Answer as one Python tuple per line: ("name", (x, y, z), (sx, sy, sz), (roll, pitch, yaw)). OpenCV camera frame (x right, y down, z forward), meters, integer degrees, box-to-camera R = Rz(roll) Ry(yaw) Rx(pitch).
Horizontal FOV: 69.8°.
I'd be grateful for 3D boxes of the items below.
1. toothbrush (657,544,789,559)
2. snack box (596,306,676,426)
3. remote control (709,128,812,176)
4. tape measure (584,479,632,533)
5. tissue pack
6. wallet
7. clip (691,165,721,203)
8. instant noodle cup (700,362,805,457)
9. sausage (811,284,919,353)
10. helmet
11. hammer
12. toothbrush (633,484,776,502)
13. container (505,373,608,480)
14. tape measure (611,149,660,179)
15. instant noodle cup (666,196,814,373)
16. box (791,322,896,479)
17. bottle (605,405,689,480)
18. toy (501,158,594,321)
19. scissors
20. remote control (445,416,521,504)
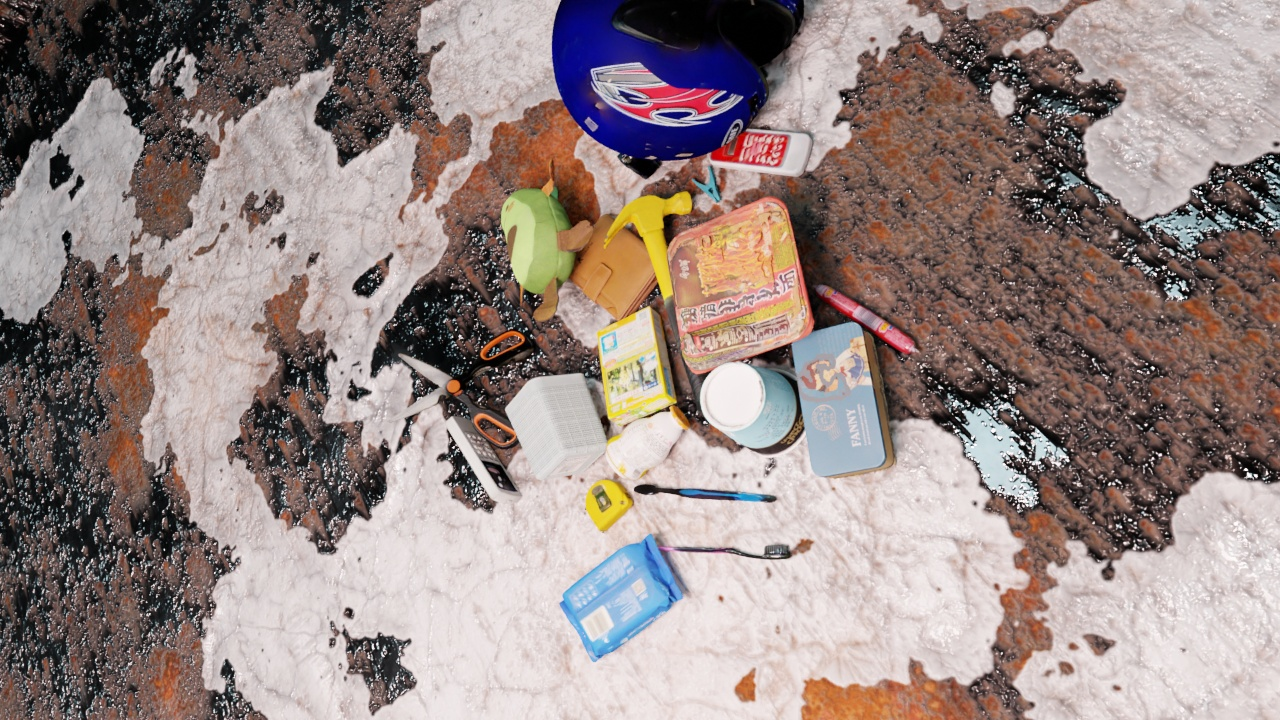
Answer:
("toothbrush", (0.090, 0.227, 1.106), (0.190, 0.014, 0.017), (-3, 66, 29))
("snack box", (-0.007, 0.007, 1.188), (0.087, 0.033, 0.140), (-25, 52, 22))
("remote control", (0.154, -0.272, 1.190), (0.136, 0.020, 0.056), (15, 85, 32))
("tape measure", (-0.045, 0.183, 1.184), (0.060, 0.029, 0.057), (-44, 60, 13))
("tissue pack", (-0.023, 0.292, 1.131), (0.157, 0.052, 0.095), (-40, 64, 15))
("wallet", (-0.036, -0.127, 1.256), (0.132, 0.031, 0.108), (43, 98, 32))
("clip", (0.092, -0.231, 1.219), (0.034, 0.013, 0.054), (-39, 63, 17))
("instant noodle cup", (0.129, 0.050, 1.065), (0.111, 0.120, 0.111), (-8, 74, 28))
("sausage", (0.262, -0.051, 1.074), (0.156, 0.020, 0.020), (39, 98, 31))
("helmet", (0.048, -0.372, 1.141), (0.315, 0.247, 0.240), (0, 83, -4))
("hammer", (0.043, -0.077, 1.173), (0.128, 0.033, 0.300), (-14, 73, -11))
("toothbrush", (0.077, 0.165, 1.131), (0.190, 0.016, 0.014), (0, 68, 27))
("container", (-0.106, 0.088, 1.196), (0.090, 0.090, 0.111), (-47, 59, 42))
("tape measure", (-0.011, -0.287, 1.260), (0.034, 0.065, 0.066), (-43, 62, 16))
("instant noodle cup", (0.122, -0.084, 1.091), (0.165, 0.079, 0.188), (-18, 68, 26))
("box", (0.231, 0.053, 1.042), (0.090, 0.061, 0.184), (-17, 68, 26))
("bottle", (0.010, 0.101, 1.152), (0.108, 0.063, 0.063), (-38, 62, 16))
("toy", (-0.139, -0.165, 1.262), (0.246, 0.090, 0.227), (56, 132, 53))
("scissors", (-0.239, 0.041, 1.286), (0.234, 0.022, 0.221), (-38, 70, -12))
("remote control", (-0.218, 0.137, 1.275), (0.021, 0.058, 0.150), (-45, 61, 11))
